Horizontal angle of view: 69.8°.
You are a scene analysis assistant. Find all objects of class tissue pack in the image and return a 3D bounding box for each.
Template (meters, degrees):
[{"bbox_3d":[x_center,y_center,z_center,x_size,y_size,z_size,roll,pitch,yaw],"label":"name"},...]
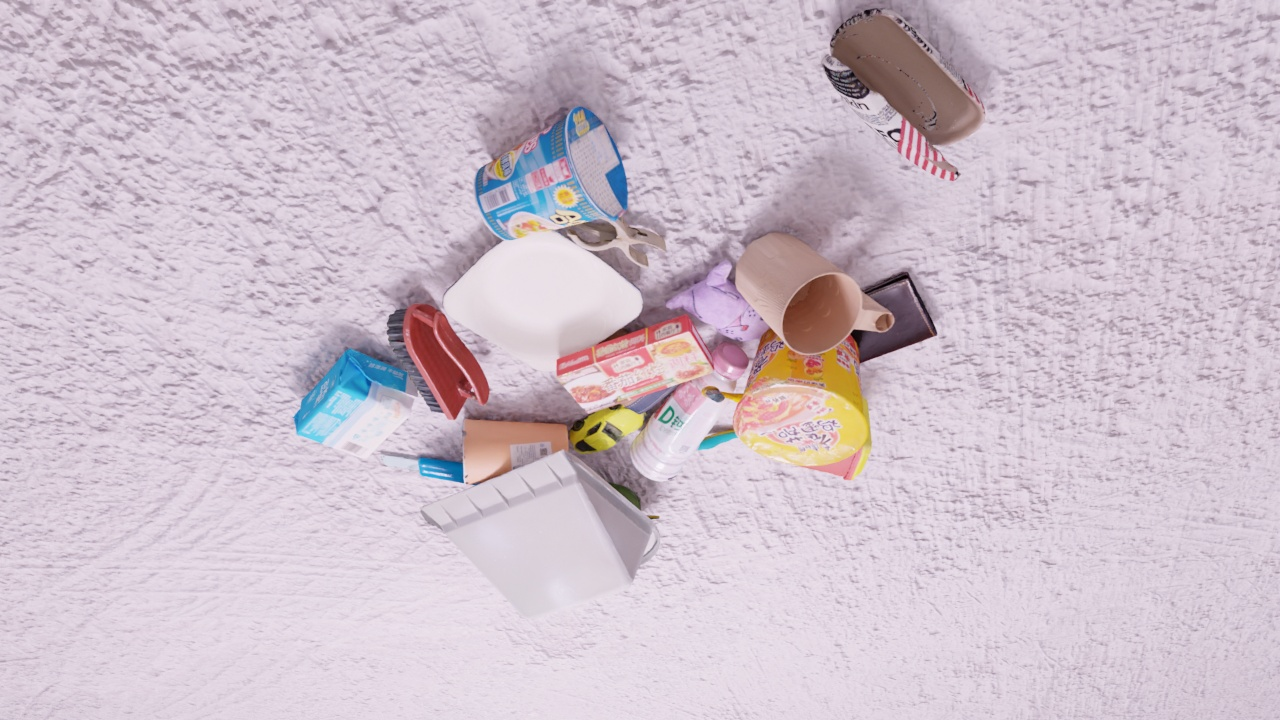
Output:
[{"bbox_3d":[-0.318,0.049,1.024,0.090,0.063,0.140,27,132,-30],"label":"tissue pack"}]

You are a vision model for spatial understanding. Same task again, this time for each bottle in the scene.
[{"bbox_3d":[0.058,0.059,1.049,0.068,0.068,0.197,18,131,-21],"label":"bottle"}]

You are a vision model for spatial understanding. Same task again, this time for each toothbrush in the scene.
[{"bbox_3d":[0.119,0.046,1.015,0.016,0.018,0.191,-56,148,13],"label":"toothbrush"}]

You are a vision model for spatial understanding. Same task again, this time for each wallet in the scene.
[{"bbox_3d":[0.244,-0.037,0.983,0.122,0.020,0.096,-22,129,23],"label":"wallet"},{"bbox_3d":[-0.017,0.009,1.016,0.115,0.033,0.090,28,127,-28],"label":"wallet"}]

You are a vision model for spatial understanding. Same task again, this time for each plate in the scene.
[{"bbox_3d":[-0.098,-0.067,0.925,0.164,0.034,0.164,-33,130,30],"label":"plate"}]

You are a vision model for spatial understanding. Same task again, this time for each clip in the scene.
[{"bbox_3d":[-0.033,-0.116,0.877,0.083,0.034,0.104,-27,140,21],"label":"clip"}]

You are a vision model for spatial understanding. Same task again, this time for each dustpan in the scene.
[{"bbox_3d":[-0.100,0.213,1.159,0.223,0.142,0.258,-23,109,23],"label":"dustpan"}]

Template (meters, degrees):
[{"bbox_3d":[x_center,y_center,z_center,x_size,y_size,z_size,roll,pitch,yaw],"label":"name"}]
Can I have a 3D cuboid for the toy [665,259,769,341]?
[{"bbox_3d":[0.092,-0.056,0.941,0.108,0.038,0.084,32,129,-30],"label":"toy"}]

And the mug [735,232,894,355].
[{"bbox_3d":[0.164,-0.065,0.875,0.124,0.103,0.084,4,118,-25],"label":"mug"}]

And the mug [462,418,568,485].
[{"bbox_3d":[-0.148,0.106,1.090,0.122,0.078,0.078,-2,138,-7],"label":"mug"}]

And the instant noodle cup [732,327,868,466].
[{"bbox_3d":[0.173,0.029,0.970,0.138,0.109,0.138,9,142,7],"label":"instant noodle cup"}]

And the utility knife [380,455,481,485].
[{"bbox_3d":[-0.233,0.141,1.163,0.191,0.018,0.034,11,125,-13],"label":"utility knife"}]

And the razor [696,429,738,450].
[{"bbox_3d":[0.118,0.098,1.121,0.132,0.028,0.043,-6,169,1],"label":"razor"}]

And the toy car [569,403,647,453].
[{"bbox_3d":[-0.039,0.081,1.094,0.105,0.032,0.048,-32,130,27],"label":"toy car"}]

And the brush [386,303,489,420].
[{"bbox_3d":[-0.210,-0.004,0.968,0.069,0.063,0.146,5,141,21],"label":"brush"}]

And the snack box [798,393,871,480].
[{"bbox_3d":[0.220,0.085,1.068,0.080,0.091,0.082,6,137,1],"label":"snack box"}]

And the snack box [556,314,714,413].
[{"bbox_3d":[-0.006,0.006,0.968,0.153,0.025,0.075,-19,139,16],"label":"snack box"}]

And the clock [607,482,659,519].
[{"bbox_3d":[-0.063,0.206,1.214,0.161,0.056,0.116,30,129,-31],"label":"clock"}]

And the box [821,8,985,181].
[{"bbox_3d":[0.220,-0.221,0.750,0.162,0.076,0.088,28,104,-29],"label":"box"}]

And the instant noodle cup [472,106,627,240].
[{"bbox_3d":[-0.082,-0.152,0.793,0.110,0.099,0.099,-16,137,25],"label":"instant noodle cup"}]
